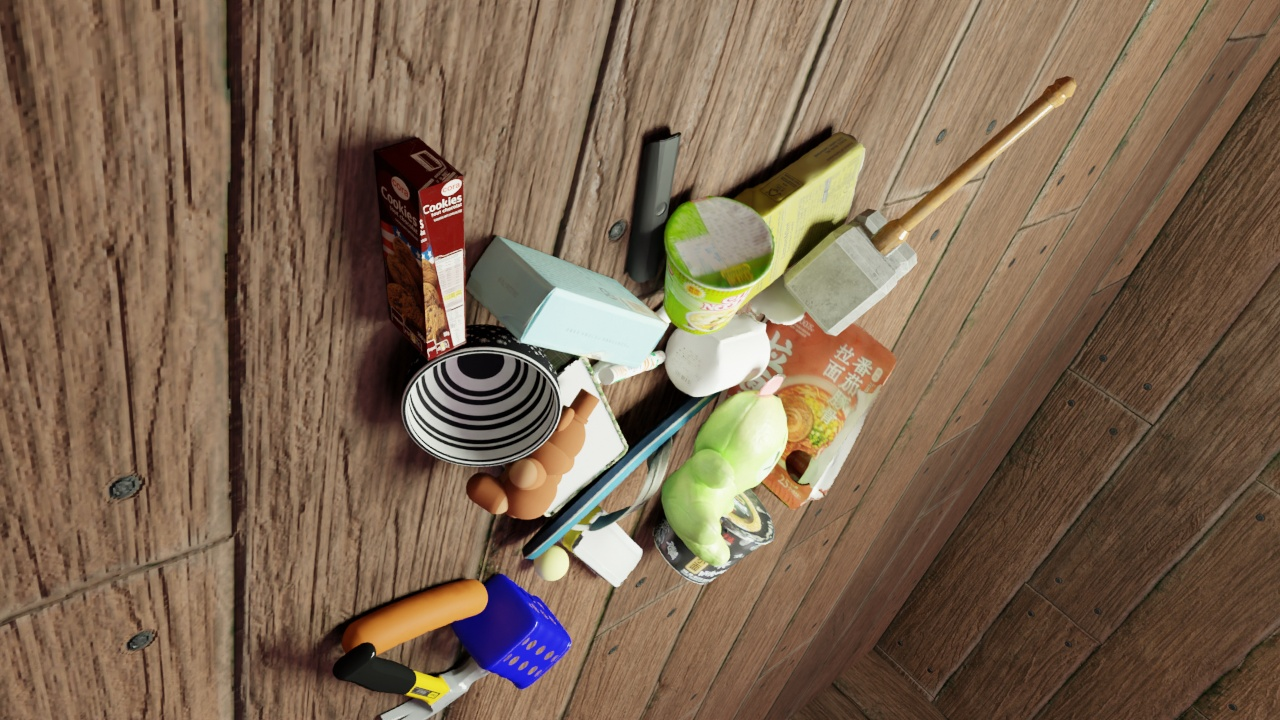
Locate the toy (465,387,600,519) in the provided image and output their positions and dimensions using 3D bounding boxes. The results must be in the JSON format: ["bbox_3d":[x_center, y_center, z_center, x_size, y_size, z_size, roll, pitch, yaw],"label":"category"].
[{"bbox_3d":[-0.085,0.076,0.775,0.127,0.065,0.095,-56,168,0],"label":"toy"}]

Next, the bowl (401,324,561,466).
[{"bbox_3d":[-0.124,0.017,0.717,0.120,0.066,0.120,-6,130,-7],"label":"bowl"}]

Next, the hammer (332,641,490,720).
[{"bbox_3d":[-0.241,0.328,0.938,0.127,0.029,0.324,-36,158,-11],"label":"hammer"}]

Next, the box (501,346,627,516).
[{"bbox_3d":[-0.085,0.064,0.860,0.117,0.051,0.206,-39,149,-10],"label":"box"}]

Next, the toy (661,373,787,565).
[{"bbox_3d":[0.092,0.114,1.000,0.196,0.107,0.150,-64,157,-20],"label":"toy"}]

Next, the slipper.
[{"bbox_3d":[-0.003,0.124,0.996,0.294,0.060,0.118,-41,175,-19],"label":"slipper"}]

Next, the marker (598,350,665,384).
[{"bbox_3d":[-0.005,0.005,0.889,0.017,0.017,0.145,-58,166,17],"label":"marker"}]

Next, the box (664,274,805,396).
[{"bbox_3d":[0.107,-0.029,0.978,0.155,0.084,0.126,-12,129,-49],"label":"box"}]

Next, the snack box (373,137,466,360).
[{"bbox_3d":[-0.145,-0.071,0.611,0.031,0.051,0.141,-28,145,-32],"label":"snack box"}]

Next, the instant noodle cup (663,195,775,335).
[{"bbox_3d":[0.063,-0.079,0.840,0.098,0.099,0.108,-35,162,-23],"label":"instant noodle cup"}]

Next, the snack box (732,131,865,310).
[{"bbox_3d":[0.148,-0.146,0.928,0.180,0.045,0.121,-38,152,-23],"label":"snack box"}]

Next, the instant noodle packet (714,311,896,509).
[{"bbox_3d":[0.192,0.038,1.083,0.083,0.164,0.221,-10,134,-46],"label":"instant noodle packet"}]

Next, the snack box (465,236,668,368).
[{"bbox_3d":[-0.054,-0.043,0.744,0.053,0.075,0.174,-54,151,12],"label":"snack box"}]

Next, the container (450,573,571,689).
[{"bbox_3d":[-0.145,0.305,1.032,0.085,0.084,0.114,-42,149,-9],"label":"container"}]

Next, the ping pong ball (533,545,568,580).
[{"bbox_3d":[-0.102,0.230,1.044,0.040,0.040,0.040,-34,148,-25],"label":"ping pong ball"}]

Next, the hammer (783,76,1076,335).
[{"bbox_3d":[0.302,-0.167,0.932,0.319,0.083,0.162,-43,175,33],"label":"hammer"}]

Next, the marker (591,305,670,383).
[{"bbox_3d":[0.002,-0.025,0.899,0.133,0.017,0.020,-41,-172,-13],"label":"marker"}]

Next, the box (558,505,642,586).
[{"bbox_3d":[-0.049,0.226,1.126,0.064,0.037,0.210,-49,151,-11],"label":"box"}]

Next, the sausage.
[{"bbox_3d":[-0.220,0.254,0.913,0.163,0.039,0.045,-10,137,-48],"label":"sausage"}]

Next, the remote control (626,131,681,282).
[{"bbox_3d":[0.012,-0.130,0.789,0.033,0.015,0.147,-28,145,-32],"label":"remote control"}]

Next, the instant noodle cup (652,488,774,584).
[{"bbox_3d":[0.090,0.222,1.212,0.112,0.137,0.137,-50,152,21],"label":"instant noodle cup"}]
